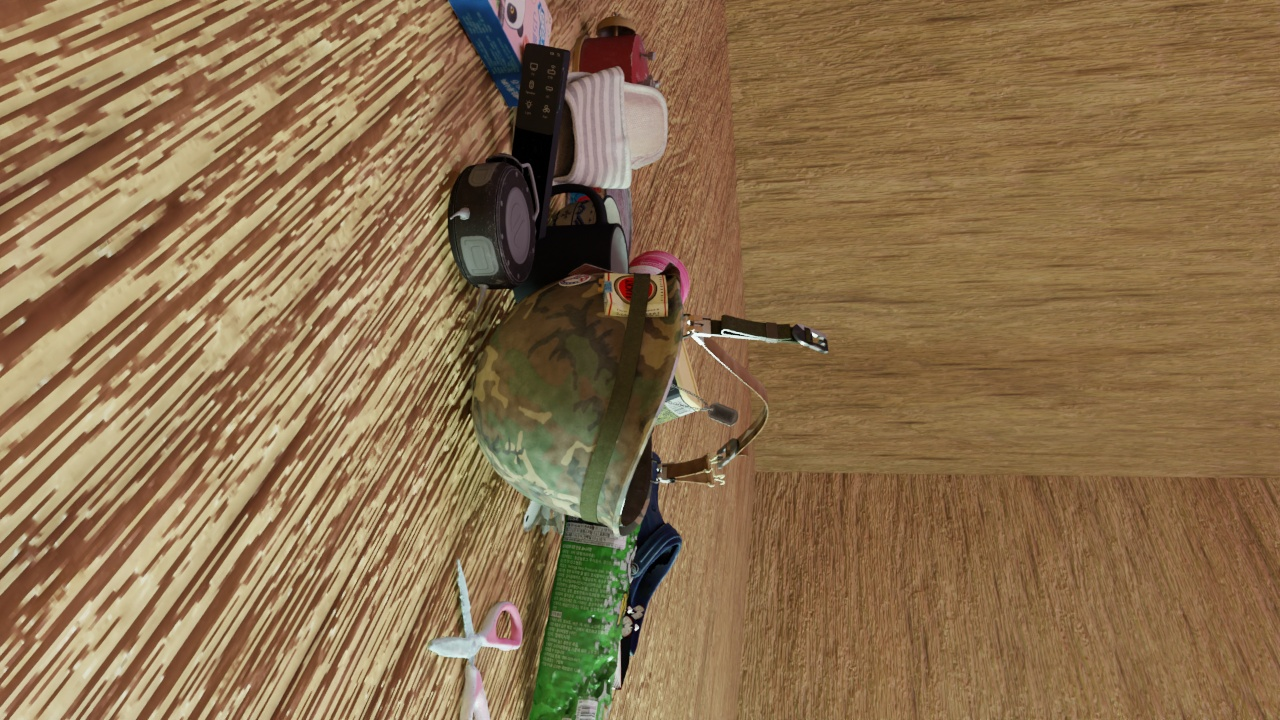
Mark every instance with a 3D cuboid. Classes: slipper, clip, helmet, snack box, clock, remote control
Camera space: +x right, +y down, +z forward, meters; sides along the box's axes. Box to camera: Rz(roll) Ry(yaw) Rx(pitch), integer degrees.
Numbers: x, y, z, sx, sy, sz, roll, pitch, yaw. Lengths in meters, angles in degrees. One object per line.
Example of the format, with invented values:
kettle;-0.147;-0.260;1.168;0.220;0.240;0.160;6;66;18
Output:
slipper;-0.032;-0.224;0.891;0.271;0.054;0.114;-33;121;-58
clip;-0.086;0.130;0.820;0.054;0.041;0.102;-86;180;-59
helmet;-0.001;0.023;0.698;0.193;0.236;0.223;99;15;-49
snack box;-0.108;-0.277;0.714;0.154;0.033;0.088;58;35;-69
clock;-0.109;-0.100;0.672;0.122;0.044;0.091;-76;161;-53
remote control;-0.084;-0.173;0.734;0.013;0.034;0.150;-37;141;-64
clock;-0.034;0.272;0.976;0.114;0.065;0.154;9;81;-79
clock;-0.020;-0.321;1.039;0.117;0.081;0.158;69;23;-60
slipper;0.004;0.232;1.109;0.105;0.095;0.252;62;32;-61

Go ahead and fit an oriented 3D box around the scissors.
scissors;-0.120;0.231;0.676;0.170;0.014;0.167;58;32;-70

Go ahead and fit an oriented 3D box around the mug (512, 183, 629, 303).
mug;-0.061;-0.097;0.801;0.078;0.088;0.113;-24;113;-78

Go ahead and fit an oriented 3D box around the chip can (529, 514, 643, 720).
chip can;-0.049;0.235;0.824;0.075;0.075;0.223;55;43;-71

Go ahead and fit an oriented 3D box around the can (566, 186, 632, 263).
can;-0.043;-0.160;1.008;0.130;0.044;0.130;0;89;-79

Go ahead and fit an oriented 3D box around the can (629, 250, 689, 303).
can;0.009;-0.081;1.152;0.165;0.088;0.088;-60;147;-69

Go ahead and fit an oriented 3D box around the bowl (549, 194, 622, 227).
bowl;-0.056;-0.102;0.899;0.115;0.059;0.115;0;89;-79

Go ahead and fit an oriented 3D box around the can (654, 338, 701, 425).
can;-0.006;0.006;0.943;0.072;0.101;0.130;38;34;-64
